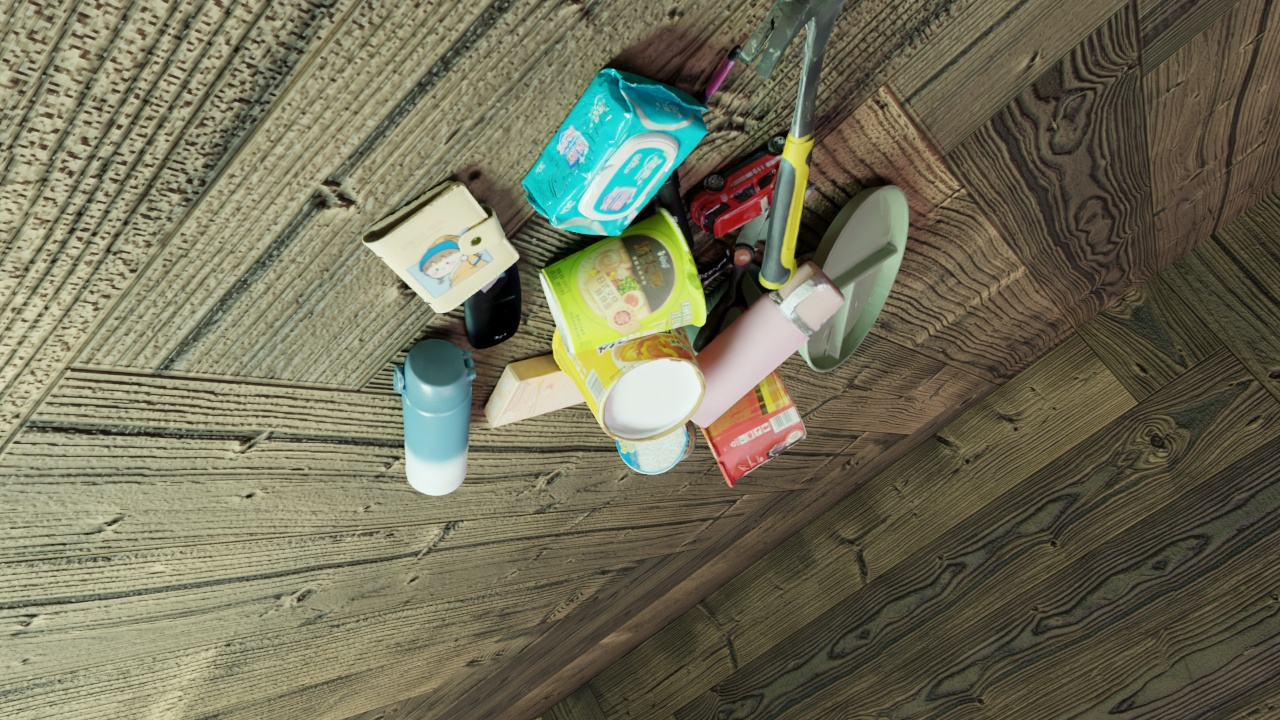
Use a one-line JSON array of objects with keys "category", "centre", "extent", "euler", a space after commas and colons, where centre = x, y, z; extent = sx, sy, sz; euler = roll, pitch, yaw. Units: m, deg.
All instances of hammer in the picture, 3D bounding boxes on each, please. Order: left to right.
[{"category": "hammer", "centre": [0.129, -0.175, 0.769], "extent": [0.126, 0.032, 0.324], "euler": [-32, 150, -21]}]

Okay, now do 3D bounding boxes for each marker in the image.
[{"category": "marker", "centre": [0.032, -0.135, 0.829], "extent": [0.022, 0.020, 0.132], "euler": [-53, 160, -10]}]

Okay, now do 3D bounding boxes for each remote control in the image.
[{"category": "remote control", "centre": [-0.127, -0.043, 0.800], "extent": [0.053, 0.024, 0.137], "euler": [-24, 157, -19]}]

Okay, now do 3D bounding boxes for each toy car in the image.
[{"category": "toy car", "centre": [0.102, -0.158, 0.841], "extent": [0.120, 0.045, 0.053], "euler": [-34, 160, -2]}]

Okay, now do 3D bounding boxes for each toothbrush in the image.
[{"category": "toothbrush", "centre": [0.023, -0.176, 0.738], "extent": [0.017, 0.014, 0.190], "euler": [1, 142, -39]}]

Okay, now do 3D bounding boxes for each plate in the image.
[{"category": "plate", "centre": [0.245, -0.095, 1.064], "extent": [0.229, 0.027, 0.231], "euler": [-36, 140, -38]}]

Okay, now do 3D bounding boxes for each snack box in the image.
[{"category": "snack box", "centre": [-0.087, 0.023, 0.991], "extent": [0.157, 0.026, 0.085], "euler": [-14, 151, -39]}]

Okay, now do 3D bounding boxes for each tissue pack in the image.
[{"category": "tissue pack", "centre": [-0.017, -0.153, 0.681], "extent": [0.093, 0.050, 0.134], "euler": [-4, 145, -49]}]

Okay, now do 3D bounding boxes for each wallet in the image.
[{"category": "wallet", "centre": [-0.144, -0.085, 0.689], "extent": [0.087, 0.024, 0.115], "euler": [-30, 152, 1]}]

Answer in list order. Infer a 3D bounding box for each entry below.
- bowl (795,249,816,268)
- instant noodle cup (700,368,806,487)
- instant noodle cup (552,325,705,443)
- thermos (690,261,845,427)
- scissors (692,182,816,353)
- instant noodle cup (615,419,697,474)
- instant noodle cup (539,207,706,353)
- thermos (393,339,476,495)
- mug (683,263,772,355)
[{"category": "bowl", "centre": [0.203, -0.077, 1.125], "extent": [0.113, 0.062, 0.114], "euler": [-27, 159, -11]}, {"category": "instant noodle cup", "centre": [0.124, 0.066, 1.078], "extent": [0.108, 0.137, 0.138], "euler": [-25, 158, 2]}, {"category": "instant noodle cup", "centre": [-0.005, 0.005, 0.896], "extent": [0.138, 0.109, 0.138], "euler": [-13, 133, -15]}, {"category": "thermos", "centre": [0.115, -0.016, 0.934], "extent": [0.199, 0.067, 0.087], "euler": [-42, 169, 18]}, {"category": "scissors", "centre": [0.082, -0.096, 0.931], "extent": [0.190, 0.021, 0.230], "euler": [-1, 125, -4]}, {"category": "instant noodle cup", "centre": [0.031, 0.104, 1.244], "extent": [0.099, 0.099, 0.110], "euler": [-37, 165, 11]}, {"category": "instant noodle cup", "centre": [-0.020, -0.062, 0.809], "extent": [0.123, 0.111, 0.112], "euler": [-21, 157, -8]}, {"category": "thermos", "centre": [-0.195, 0.057, 0.872], "extent": [0.070, 0.070, 0.221], "euler": [-23, 156, -23]}, {"category": "mug", "centre": [0.110, -0.051, 1.045], "extent": [0.106, 0.082, 0.111], "euler": [-43, -172, 23]}]
